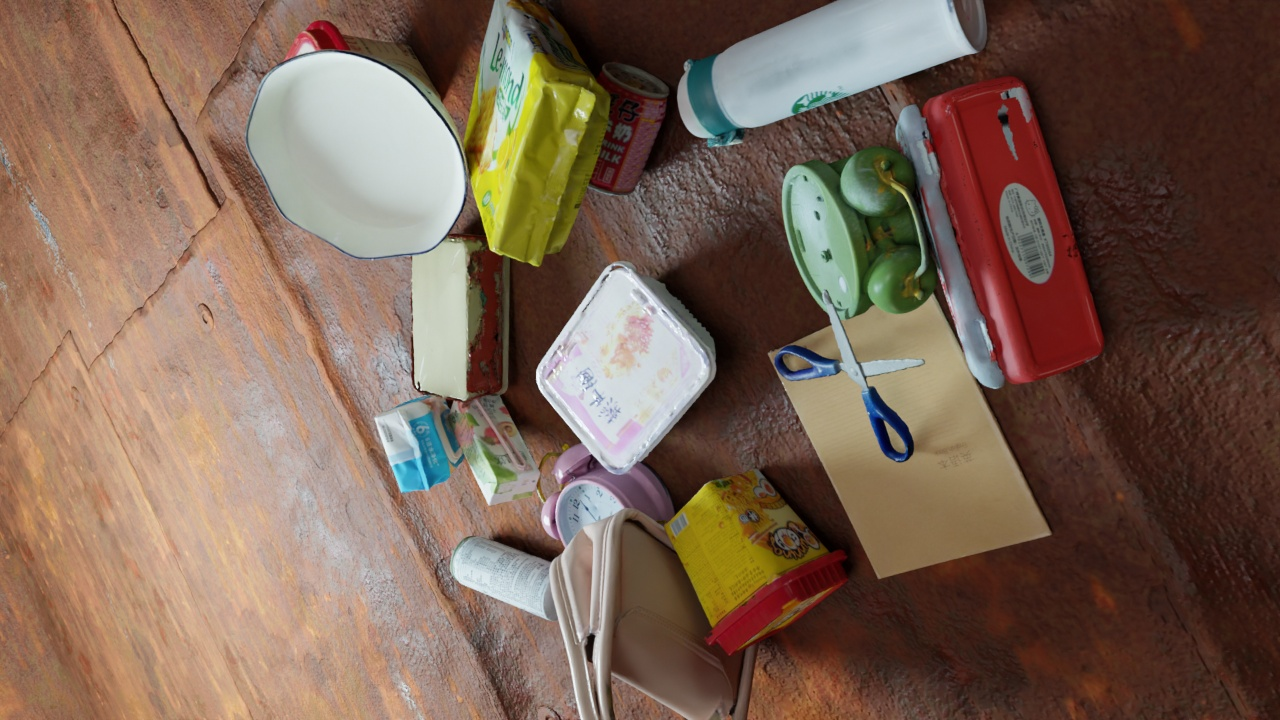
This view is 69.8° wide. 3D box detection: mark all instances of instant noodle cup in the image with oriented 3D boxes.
[{"bbox_3d":[-0.280,-0.264,0.919,0.117,0.124,0.116,-37,80,38],"label":"instant noodle cup"},{"bbox_3d":[-0.005,0.005,0.841,0.138,0.060,0.174,49,128,14],"label":"instant noodle cup"},{"bbox_3d":[0.094,0.169,0.793,0.123,0.116,0.116,56,129,24],"label":"instant noodle cup"}]

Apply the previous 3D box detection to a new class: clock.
[{"bbox_3d":[0.155,-0.090,0.643,0.161,0.056,0.116,-143,33,-75],"label":"clock"},{"bbox_3d":[-0.043,0.148,0.915,0.158,0.059,0.117,33,121,27],"label":"clock"}]

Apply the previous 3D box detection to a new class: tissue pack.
[{"bbox_3d":[-0.235,0.087,1.001,0.063,0.140,0.090,-19,94,-1],"label":"tissue pack"}]

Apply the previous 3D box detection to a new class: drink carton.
[{"bbox_3d":[-0.154,0.088,0.959,0.122,0.053,0.046,56,137,35],"label":"drink carton"}]

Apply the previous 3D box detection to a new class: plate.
[{"bbox_3d":[-0.253,-0.188,0.841,0.205,0.045,0.205,6,129,7],"label":"plate"}]

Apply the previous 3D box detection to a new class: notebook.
[{"bbox_3d":[0.208,0.060,0.729,0.150,0.012,0.211,-27,88,38],"label":"notebook"}]

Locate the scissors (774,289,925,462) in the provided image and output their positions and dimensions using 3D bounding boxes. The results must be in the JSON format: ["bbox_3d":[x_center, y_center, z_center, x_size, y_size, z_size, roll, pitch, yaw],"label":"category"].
[{"bbox_3d":[0.157,0.012,0.692,0.162,0.012,0.174,19,147,52],"label":"scissors"}]

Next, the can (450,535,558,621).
[{"bbox_3d":[-0.142,0.240,1.020,0.147,0.058,0.058,10,111,34],"label":"can"}]

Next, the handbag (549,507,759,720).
[{"bbox_3d":[0.014,0.260,0.772,0.193,0.233,0.094,36,120,-25],"label":"handbag"}]

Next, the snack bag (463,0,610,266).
[{"bbox_3d":[-0.094,-0.203,0.780,0.246,0.068,0.158,-114,39,-48],"label":"snack bag"}]

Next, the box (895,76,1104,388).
[{"bbox_3d":[0.229,-0.082,0.635,0.098,0.095,0.201,168,84,-73],"label":"box"}]

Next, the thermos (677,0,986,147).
[{"bbox_3d":[0.128,-0.215,0.665,0.225,0.073,0.073,-10,98,39],"label":"thermos"}]

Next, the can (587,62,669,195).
[{"bbox_3d":[-0.019,-0.197,0.781,0.066,0.066,0.094,38,124,21],"label":"can"}]

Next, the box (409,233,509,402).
[{"bbox_3d":[-0.189,-0.045,0.938,0.091,0.077,0.168,9,104,31],"label":"box"}]
